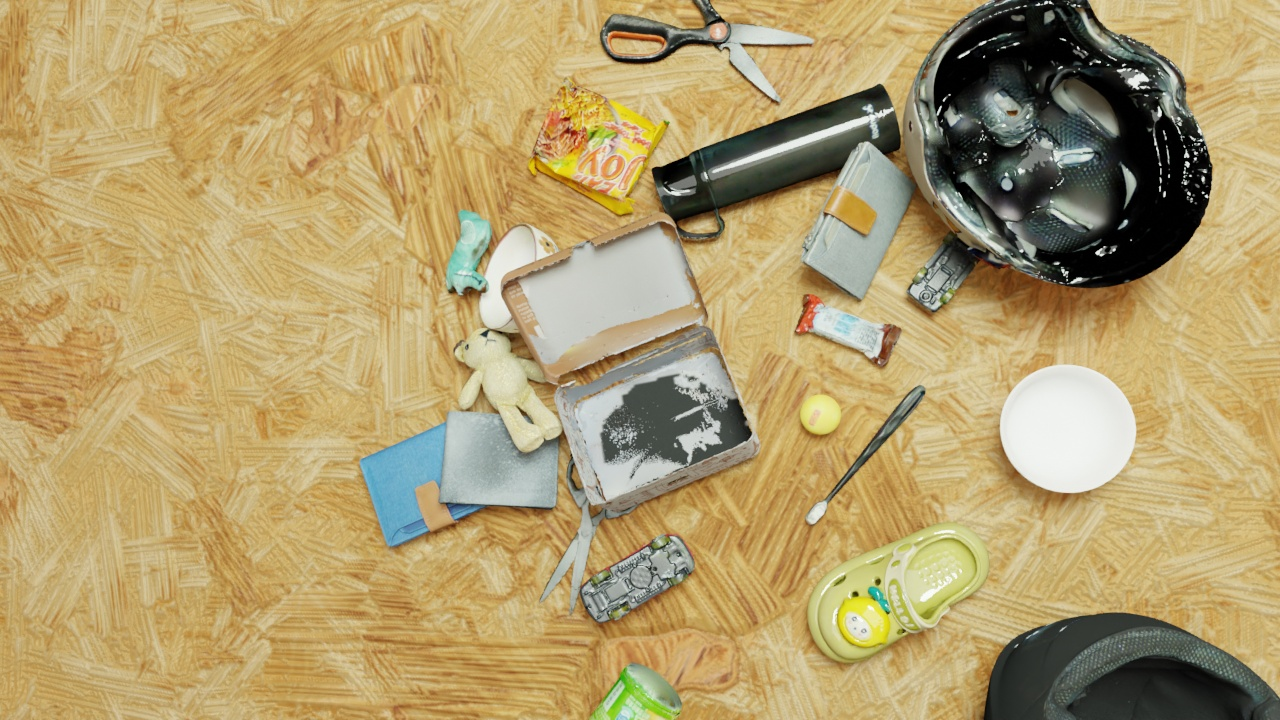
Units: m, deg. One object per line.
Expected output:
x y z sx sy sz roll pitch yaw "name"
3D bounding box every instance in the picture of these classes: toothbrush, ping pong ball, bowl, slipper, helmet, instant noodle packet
0.227 0.095 0.924 0.015 0.018 0.181 40 91 12 "toothbrush"
0.180 0.054 0.920 0.040 0.040 0.040 -1 86 8 "ping pong ball"
0.397 0.064 0.875 0.118 0.064 0.118 0 87 8 "bowl"
0.249 0.221 0.882 0.190 0.081 0.091 -31 80 3 "slipper"
-0.113 -0.080 0.950 0.062 0.114 0.113 16 88 -33 "bowl"
0.361 -0.191 0.851 0.274 0.157 0.230 43 91 -2 "helmet"
0.409 0.348 0.776 0.233 0.230 0.275 2 95 2 "helmet"
-0.046 -0.226 0.970 0.128 0.044 0.111 26 95 9 "instant noodle packet"

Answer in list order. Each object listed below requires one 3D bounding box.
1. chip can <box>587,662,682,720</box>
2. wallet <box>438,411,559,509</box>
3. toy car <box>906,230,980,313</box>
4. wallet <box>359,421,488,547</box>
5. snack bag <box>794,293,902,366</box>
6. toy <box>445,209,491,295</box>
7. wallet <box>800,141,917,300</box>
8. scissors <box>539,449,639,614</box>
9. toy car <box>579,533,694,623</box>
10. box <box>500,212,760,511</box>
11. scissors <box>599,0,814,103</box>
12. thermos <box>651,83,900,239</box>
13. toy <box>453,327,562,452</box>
-0.045 0.407 0.916 0.072 0.072 0.221 36 92 9 "chip can"
-0.145 0.104 0.955 0.121 0.019 0.097 4 75 -8 "wallet"
0.305 -0.092 0.913 0.042 0.035 0.090 38 92 7 "toy car"
-0.225 0.128 0.978 0.133 0.040 0.106 -23 79 6 "wallet"
0.208 -0.032 0.928 0.105 0.026 0.045 22 81 8 "snack bag"
-0.181 -0.109 0.980 0.096 0.030 0.092 32 104 45 "toy"
0.216 -0.136 0.900 0.037 0.106 0.129 27 92 47 "wallet"
-0.053 0.175 0.961 0.166 0.014 0.163 -21 83 7 "scissors"
-0.003 0.220 0.935 0.120 0.045 0.053 -28 85 0 "toy car"
-0.005 0.006 0.903 0.179 0.130 0.272 -22 98 5 "box"
0.065 -0.362 0.971 0.221 0.021 0.224 -10 85 8 "scissors"
0.138 -0.196 0.934 0.243 0.068 0.090 -19 107 9 "thermos"
-0.135 0.027 0.944 0.105 0.066 0.157 -26 61 -19 "toy"
